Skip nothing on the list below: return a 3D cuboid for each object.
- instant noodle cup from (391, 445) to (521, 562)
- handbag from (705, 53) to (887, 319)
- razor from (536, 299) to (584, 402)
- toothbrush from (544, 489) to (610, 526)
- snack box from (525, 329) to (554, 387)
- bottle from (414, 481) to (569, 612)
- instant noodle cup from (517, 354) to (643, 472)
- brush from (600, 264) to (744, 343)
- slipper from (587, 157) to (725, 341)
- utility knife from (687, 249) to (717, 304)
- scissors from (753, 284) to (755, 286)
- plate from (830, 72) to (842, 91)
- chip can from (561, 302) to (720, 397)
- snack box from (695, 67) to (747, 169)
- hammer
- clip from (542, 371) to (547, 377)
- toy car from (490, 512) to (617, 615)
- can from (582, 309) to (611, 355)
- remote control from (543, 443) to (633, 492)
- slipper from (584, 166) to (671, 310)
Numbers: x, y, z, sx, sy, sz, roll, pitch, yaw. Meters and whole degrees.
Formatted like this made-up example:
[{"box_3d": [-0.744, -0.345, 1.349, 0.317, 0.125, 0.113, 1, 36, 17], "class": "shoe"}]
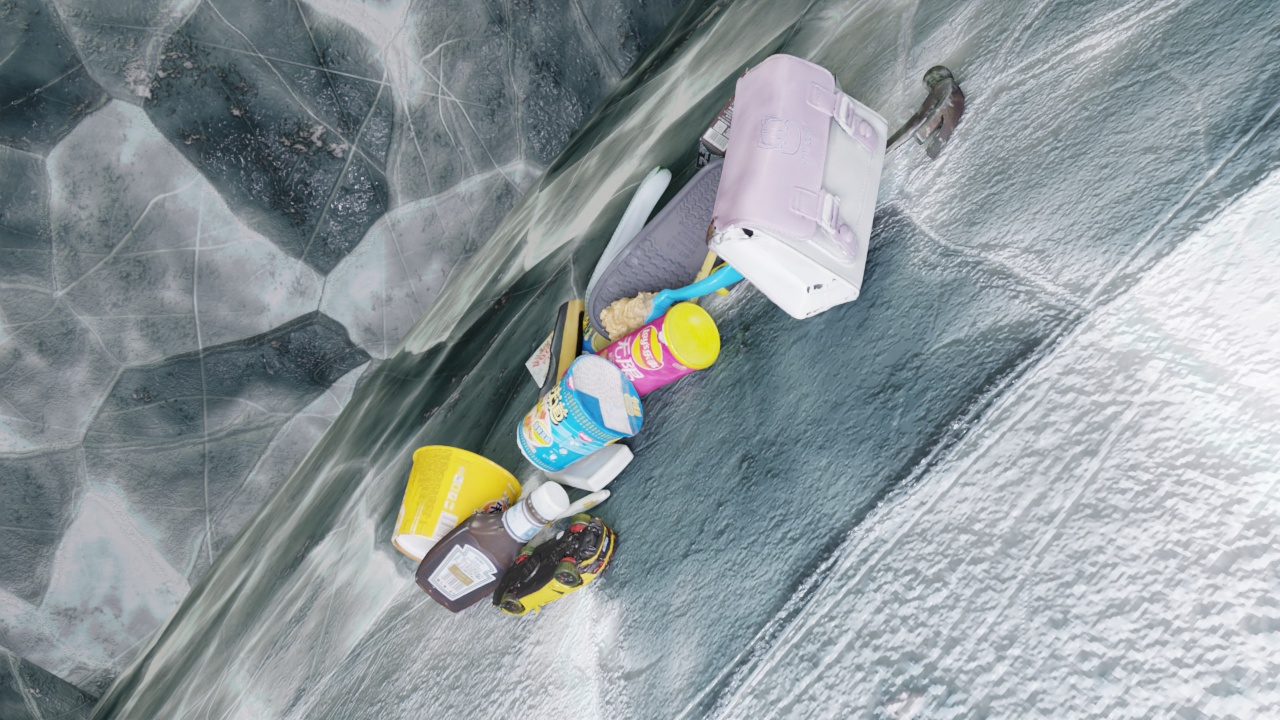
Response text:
[{"box_3d": [-0.222, 0.182, 1.085, 0.138, 0.138, 0.109, -27, 38, 49], "class": "instant noodle cup"}, {"box_3d": [0.142, -0.161, 0.830, 0.099, 0.145, 0.196, -28, 41, 54], "class": "handbag"}, {"box_3d": [-0.090, 0.004, 1.151, 0.062, 0.068, 0.167, 46, -132, -69], "class": "razor"}, {"box_3d": [-0.094, 0.172, 0.982, 0.192, 0.018, 0.016, -30, 25, 39], "class": "toothbrush"}, {"box_3d": [-0.126, -0.003, 1.366, 0.084, 0.027, 0.157, -50, 20, 0], "class": "snack box"}, {"box_3d": [-0.154, 0.194, 0.974, 0.195, 0.080, 0.044, -39, 16, 23], "class": "bottle"}, {"box_3d": [-0.070, 0.062, 0.961, 0.110, 0.099, 0.099, -37, 23, 33], "class": "instant noodle cup"}, {"box_3d": [0.042, -0.065, 0.976, 0.255, 0.083, 0.045, -25, 50, 52], "class": "brush"}, {"box_3d": [0.050, -0.123, 1.120, 0.268, 0.110, 0.083, -50, -14, 3], "class": "slipper"}, {"box_3d": [0.069, -0.086, 1.055, 0.031, 0.022, 0.210, 165, 125, -85], "class": "utility knife"}, {"box_3d": [0.138, -0.146, 0.975, 0.234, 0.021, 0.142, -64, 13, -21], "class": "scissors"}, {"box_3d": [0.182, -0.279, 1.173, 0.205, 0.045, 0.204, -44, 20, 20], "class": "plate"}, {"box_3d": [-0.006, 0.006, 1.014, 0.211, 0.071, 0.071, -28, 28, 49], "class": "chip can"}, {"box_3d": [0.131, -0.336, 1.321, 0.125, 0.053, 0.113, -52, -5, -6], "class": "snack box"}, {"box_3d": [0.196, -0.172, 0.959, 0.324, 0.032, 0.125, -39, 21, 29], "class": "hammer"}, {"box_3d": [-0.091, 0.002, 1.255, 0.035, 0.071, 0.099, -23, 29, 52], "class": "clip"}, {"box_3d": [-0.083, 0.197, 0.867, 0.156, 0.041, 0.071, -34, 24, 35], "class": "toy car"}, {"box_3d": [-0.039, -0.045, 1.205, 0.102, 0.057, 0.083, -54, 22, -12], "class": "can"}, {"box_3d": [-0.058, 0.113, 0.994, 0.058, 0.021, 0.150, -42, 14, -20], "class": "remote control"}, {"box_3d": [-0.009, -0.162, 1.327, 0.246, 0.074, 0.104, -62, 6, 19], "class": "slipper"}]
